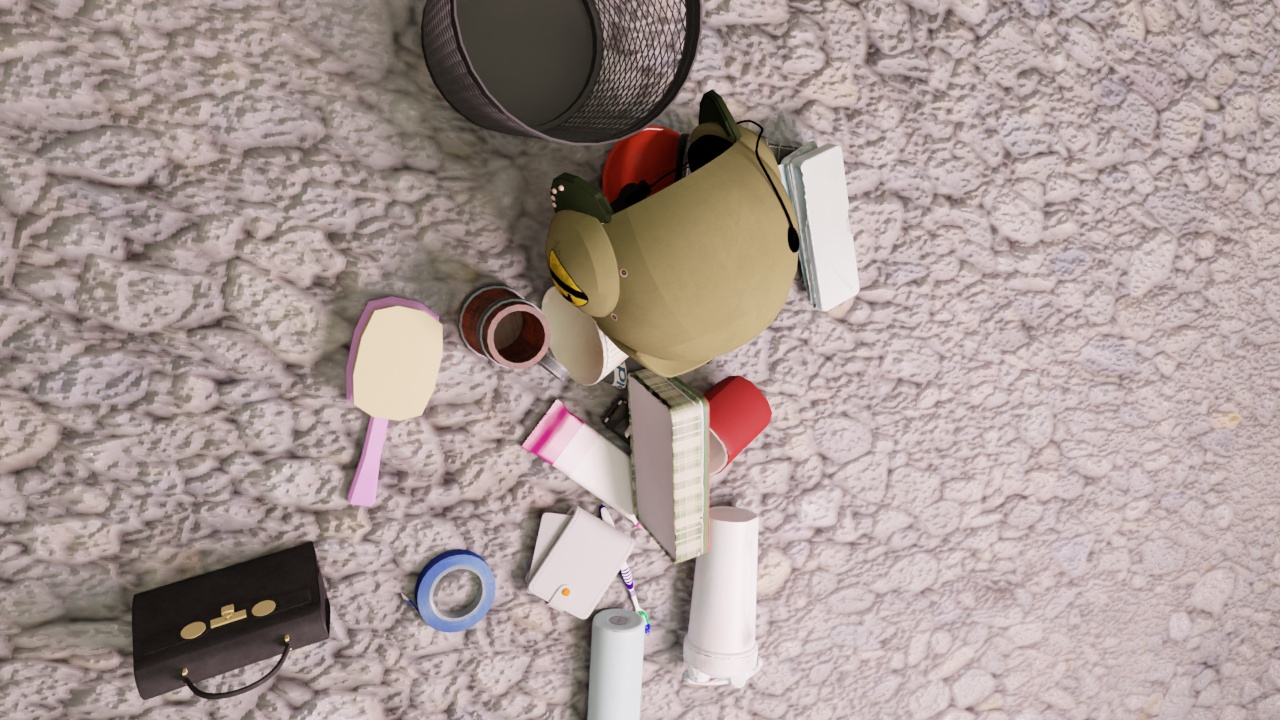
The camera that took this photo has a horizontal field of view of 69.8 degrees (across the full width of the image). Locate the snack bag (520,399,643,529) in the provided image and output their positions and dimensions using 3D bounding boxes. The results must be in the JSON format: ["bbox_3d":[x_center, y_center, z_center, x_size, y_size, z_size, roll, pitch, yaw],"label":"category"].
[{"bbox_3d":[-0.047,0.126,1.093,0.196,0.016,0.070,38,87,-25],"label":"snack bag"}]

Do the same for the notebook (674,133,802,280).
[{"bbox_3d":[0.122,-0.177,1.071,0.208,0.029,0.169,-5,107,-39],"label":"notebook"}]

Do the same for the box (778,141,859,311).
[{"bbox_3d":[0.217,-0.158,1.104,0.083,0.067,0.199,-48,132,-43],"label":"box"}]

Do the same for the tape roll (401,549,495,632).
[{"bbox_3d":[-0.212,0.264,1.051,0.093,0.016,0.091,-44,115,-9],"label":"tape roll"}]

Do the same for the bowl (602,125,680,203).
[{"bbox_3d":[0.008,-0.201,1.034,0.121,0.035,0.122,-5,103,-22],"label":"bowl"}]

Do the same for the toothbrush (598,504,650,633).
[{"bbox_3d":[-0.019,0.260,1.135,0.015,0.016,0.187,-23,110,-15],"label":"toothbrush"}]

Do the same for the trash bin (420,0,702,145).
[{"bbox_3d":[-0.091,-0.311,0.859,0.217,0.227,0.218,-5,103,-23],"label":"trash bin"}]

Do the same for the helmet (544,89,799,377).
[{"bbox_3d":[0.031,-0.107,0.887,0.249,0.256,0.233,-34,106,-20],"label":"helmet"}]

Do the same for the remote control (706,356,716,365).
[{"bbox_3d":[0.059,-0.047,1.103,0.028,0.012,0.124,-42,114,-10],"label":"remote control"}]

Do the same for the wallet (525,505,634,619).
[{"bbox_3d":[-0.085,0.234,1.085,0.115,0.037,0.118,33,91,-18],"label":"wallet"}]

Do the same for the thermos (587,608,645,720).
[{"bbox_3d":[-0.031,0.416,1.137,0.078,0.065,0.207,0,101,-17],"label":"thermos"}]

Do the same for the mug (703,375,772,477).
[{"bbox_3d":[0.087,0.084,1.098,0.080,0.117,0.096,49,49,4],"label":"mug"}]

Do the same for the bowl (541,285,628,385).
[{"bbox_3d":[-0.051,-0.037,1.009,0.062,0.115,0.115,-24,111,-32],"label":"bowl"}]

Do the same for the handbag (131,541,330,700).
[{"bbox_3d":[-0.387,0.268,0.876,0.175,0.196,0.072,-15,107,-20],"label":"handbag"}]

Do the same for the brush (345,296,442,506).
[{"bbox_3d":[-0.269,0.049,0.965,0.089,0.043,0.229,12,96,-25],"label":"brush"}]

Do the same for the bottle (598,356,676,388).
[{"bbox_3d":[-0.006,0.006,1.067,0.112,0.047,0.047,-11,105,-21],"label":"bottle"}]

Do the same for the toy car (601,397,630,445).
[{"bbox_3d":[-0.001,0.085,1.092,0.092,0.037,0.040,40,84,-25],"label":"toy car"}]

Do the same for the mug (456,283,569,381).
[{"bbox_3d":[-0.130,-0.023,0.971,0.117,0.111,0.081,42,83,-25],"label":"mug"}]

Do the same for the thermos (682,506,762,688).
[{"bbox_3d":[0.108,0.300,1.157,0.099,0.099,0.220,0,98,-24],"label":"thermos"}]

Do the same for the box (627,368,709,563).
[{"bbox_3d":[0.032,0.116,1.035,0.050,0.117,0.206,-13,116,-22],"label":"box"}]
